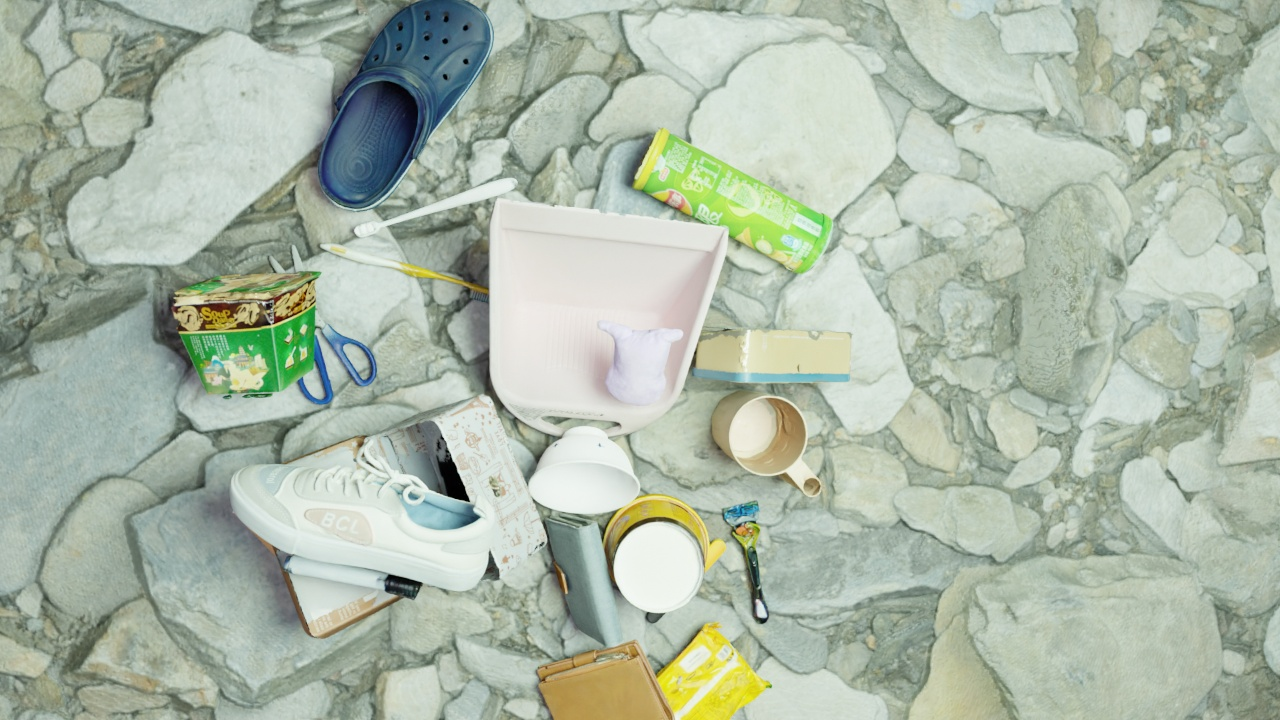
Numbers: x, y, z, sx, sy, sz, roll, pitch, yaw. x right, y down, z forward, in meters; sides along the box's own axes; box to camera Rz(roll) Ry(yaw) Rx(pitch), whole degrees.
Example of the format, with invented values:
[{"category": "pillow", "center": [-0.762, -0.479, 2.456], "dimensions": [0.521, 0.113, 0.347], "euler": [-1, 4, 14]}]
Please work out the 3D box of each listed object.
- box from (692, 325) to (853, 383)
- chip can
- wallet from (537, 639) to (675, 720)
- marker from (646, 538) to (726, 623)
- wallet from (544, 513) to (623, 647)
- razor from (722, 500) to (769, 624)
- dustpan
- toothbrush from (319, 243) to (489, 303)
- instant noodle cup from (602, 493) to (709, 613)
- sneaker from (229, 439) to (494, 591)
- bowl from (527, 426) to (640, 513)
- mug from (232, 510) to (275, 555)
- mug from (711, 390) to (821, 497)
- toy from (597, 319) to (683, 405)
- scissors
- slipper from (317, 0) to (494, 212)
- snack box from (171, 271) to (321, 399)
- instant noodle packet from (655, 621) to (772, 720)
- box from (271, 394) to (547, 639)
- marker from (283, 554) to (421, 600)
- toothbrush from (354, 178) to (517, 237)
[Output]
[{"category": "box", "center": [0.137, -0.006, 0.968], "dimensions": [0.184, 0.090, 0.059], "euler": [-2, 94, -35]}, {"category": "chip can", "center": [0.102, -0.170, 0.993], "dimensions": [0.221, 0.072, 0.072], "euler": [26, 89, -8]}, {"category": "wallet", "center": [-0.040, 0.369, 1.003], "dimensions": [0.132, 0.031, 0.108], "euler": [-23, 96, 20]}, {"category": "marker", "center": [0.051, 0.250, 1.041], "dimensions": [0.018, 0.015, 0.124], "euler": [43, 90, -6]}, {"category": "wallet", "center": [-0.065, 0.232, 0.979], "dimensions": [0.036, 0.107, 0.130], "euler": [-16, 95, -28]}, {"category": "razor", "center": [0.127, 0.234, 1.046], "dimensions": [0.042, 0.022, 0.143], "euler": [-11, 95, -5]}, {"category": "dustpan", "center": [-0.042, -0.024, 0.919], "dimensions": [0.222, 0.274, 0.138], "euler": [5, 67, -5]}, {"category": "toothbrush", "center": [-0.247, -0.093, 0.981], "dimensions": [0.191, 0.016, 0.018], "euler": [15, 100, -9]}, {"category": "instant noodle cup", "center": [0.018, 0.208, 0.975], "dimensions": [0.118, 0.114, 0.118], "euler": [0, 89, -1]}, {"category": "sneaker", "center": [-0.248, 0.128, 0.823], "dimensions": [0.242, 0.089, 0.091], "euler": [18, 113, -3]}, {"category": "bowl", "center": [-0.060, 0.110, 0.985], "dimensions": [0.118, 0.118, 0.064], "euler": [6, 55, -8]}, {"category": "mug", "center": [-0.352, 0.180, 0.954], "dimensions": [0.078, 0.078, 0.123], "euler": [-35, 101, -5]}, {"category": "mug", "center": [0.138, 0.090, 0.997], "dimensions": [0.084, 0.103, 0.124], "euler": [-42, 98, -4]}, {"category": "toy", "center": [-0.005, 0.005, 0.916], "dimensions": [0.084, 0.038, 0.108], "euler": [10, 136, 3]}, {"category": "scissors", "center": [-0.352, -0.032, 0.972], "dimensions": [0.171, 0.012, 0.141], "euler": [35, 88, -6]}, {"category": "slipper", "center": [-0.249, -0.268, 0.932], "dimensions": [0.105, 0.095, 0.253], "euler": [34, 92, -11]}, {"category": "snack box", "center": [-0.388, -0.027, 0.920], "dimensions": [0.118, 0.117, 0.106], "euler": [-1, 107, 6]}, {"category": "instant noodle packet", "center": [0.070, 0.369, 1.035], "dimensions": [0.128, 0.044, 0.111], "euler": [-42, 96, -6]}, {"category": "box", "center": [-0.230, 0.152, 0.907], "dimensions": [0.226, 0.157, 0.180], "euler": [-22, 97, -37]}, {"category": "marker", "center": [-0.274, 0.206, 0.873], "dimensions": [0.131, 0.018, 0.023], "euler": [10, 107, 1]}, {"category": "toothbrush", "center": [-0.218, -0.164, 0.979], "dimensions": [0.180, 0.016, 0.016], "euler": [-19, 98, -6]}]
